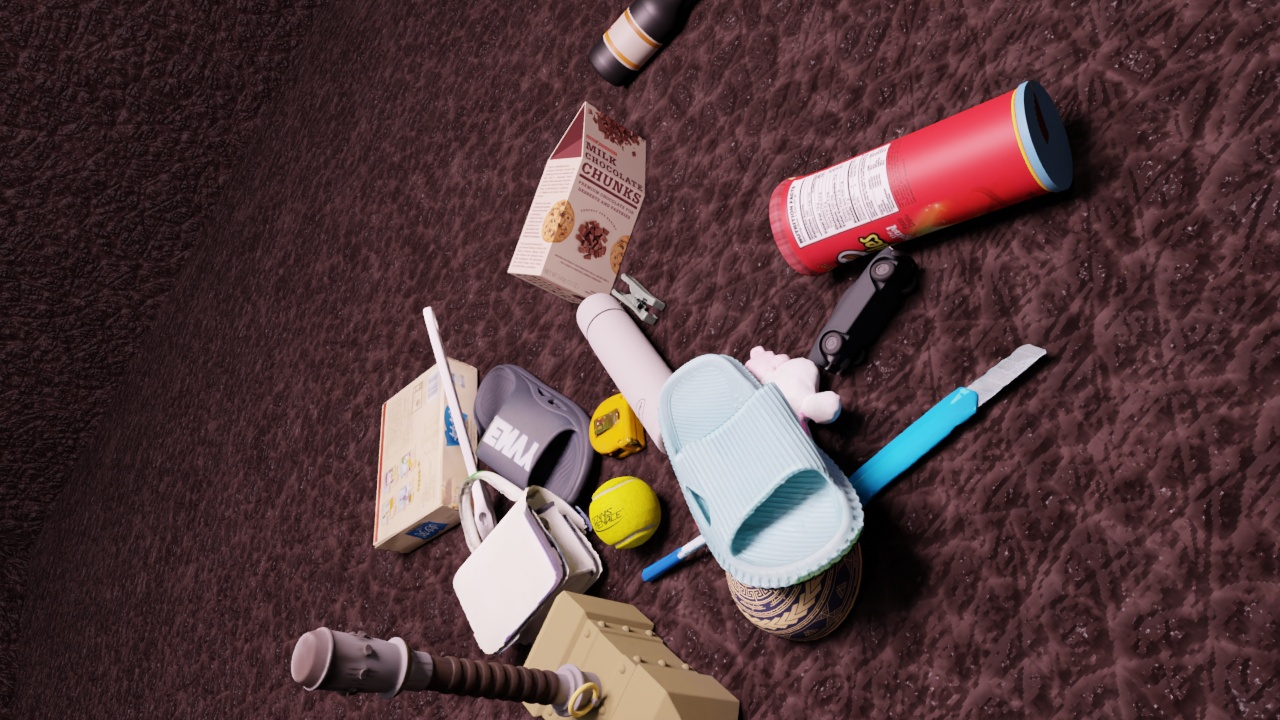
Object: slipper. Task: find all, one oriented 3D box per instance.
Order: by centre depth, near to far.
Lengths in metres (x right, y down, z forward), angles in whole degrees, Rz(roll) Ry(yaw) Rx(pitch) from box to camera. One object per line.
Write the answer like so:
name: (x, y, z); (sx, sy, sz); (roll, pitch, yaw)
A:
slipper: (0.069, 0.066, 0.706); (0.116, 0.069, 0.276); (-41, 34, 8)
slipper: (-0.138, 0.069, 1.016); (0.111, 0.083, 0.268); (-59, 38, 6)

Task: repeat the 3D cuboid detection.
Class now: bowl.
bowl: (0.104, 0.154, 0.699); (0.113, 0.061, 0.112); (-25, 57, 46)

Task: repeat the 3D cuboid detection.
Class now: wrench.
wrench: (-0.201, 0.072, 1.023); (0.066, 0.018, 0.273); (168, 87, -84)

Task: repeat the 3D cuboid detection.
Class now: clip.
clip: (-0.004, -0.066, 0.977); (0.043, 0.023, 0.076); (-56, 41, 10)

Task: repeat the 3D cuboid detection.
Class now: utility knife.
utility knife: (0.210, 0.056, 0.673); (0.207, 0.015, 0.031); (-47, 43, 28)

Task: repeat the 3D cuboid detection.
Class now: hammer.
hammer: (-0.102, 0.242, 0.690); (0.190, 0.324, 0.100); (27, 93, 52)

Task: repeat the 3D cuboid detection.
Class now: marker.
marker: (0.046, 0.161, 0.794); (0.142, 0.013, 0.013); (-43, 43, 40)

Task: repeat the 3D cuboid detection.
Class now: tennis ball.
tennis ball: (-0.014, 0.141, 0.849); (0.066, 0.065, 0.065); (-25, 54, 40)

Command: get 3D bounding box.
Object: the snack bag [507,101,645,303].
snack bag: (-0.061, -0.176, 1.040); (0.070, 0.094, 0.206); (12, 81, 51)

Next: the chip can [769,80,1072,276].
chip can: (0.211, -0.135, 0.714); (0.214, 0.087, 0.087); (-17, 59, 43)

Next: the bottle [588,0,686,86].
bottle: (0.017, -0.412, 1.098); (0.182, 0.059, 0.059); (-39, 46, 30)

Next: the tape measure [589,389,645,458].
tape measure: (-0.026, 0.066, 0.929); (0.059, 0.030, 0.068); (-31, 50, 34)

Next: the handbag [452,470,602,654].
handbag: (-0.128, 0.186, 0.932); (0.152, 0.073, 0.176); (-51, 59, 26)

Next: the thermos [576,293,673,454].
thermos: (-0.005, 0.005, 0.916); (0.052, 0.052, 0.224); (-53, 41, 16)

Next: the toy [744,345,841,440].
toy: (0.123, 0.033, 0.768); (0.076, 0.037, 0.125); (-58, 34, 16)

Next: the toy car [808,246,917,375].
toy car: (0.177, -0.039, 0.736); (0.112, 0.046, 0.034); (-57, 44, 14)

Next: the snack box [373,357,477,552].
snack box: (-0.271, 0.121, 1.163); (0.154, 0.055, 0.207); (-32, 50, 35)

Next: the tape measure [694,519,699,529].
tape measure: (0.070, 0.123, 0.797); (0.052, 0.019, 0.059); (-16, 68, 46)
